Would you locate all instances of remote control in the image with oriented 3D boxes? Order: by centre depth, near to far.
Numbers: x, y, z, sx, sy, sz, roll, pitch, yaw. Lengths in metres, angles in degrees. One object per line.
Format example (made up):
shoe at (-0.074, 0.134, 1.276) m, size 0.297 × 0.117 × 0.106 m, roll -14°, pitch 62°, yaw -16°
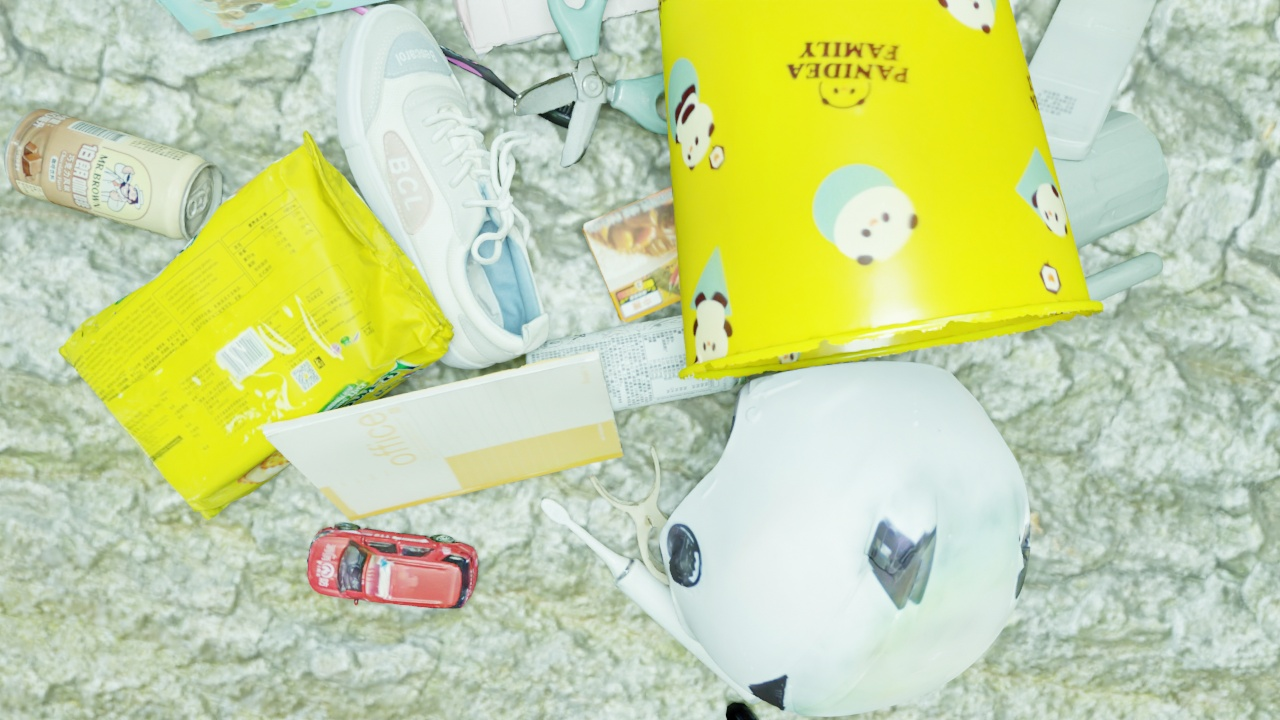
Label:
remote control at (0.291, -0.196, 0.609) m, size 0.058 × 0.021 × 0.149 m, roll 24°, pitch 69°, yaw 20°

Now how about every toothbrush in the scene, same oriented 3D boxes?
toothbrush at (-0.124, -0.207, 0.628) m, size 0.189 × 0.014 × 0.017 m, roll 27°, pitch 79°, yaw -5°
toothbrush at (0.010, 0.174, 0.675) m, size 0.221 × 0.026 × 0.026 m, roll 42°, pitch 82°, yaw -7°

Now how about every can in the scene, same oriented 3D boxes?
can at (-0.344, -0.121, 0.604) m, size 0.116 × 0.058 × 0.058 m, roll 17°, pitch 96°, yaw -5°
can at (-0.004, 0.004, 0.637) m, size 0.146 × 0.058 × 0.058 m, roll -11°, pitch 98°, yaw -2°

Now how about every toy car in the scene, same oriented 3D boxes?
toy car at (-0.178, 0.149, 0.654) m, size 0.120 × 0.045 × 0.053 m, roll 7°, pitch 95°, yaw -2°

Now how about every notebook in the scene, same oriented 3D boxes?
notebook at (-0.119, 0.054, 0.609) m, size 0.206 × 0.146 × 0.010 m, roll -13°, pitch 59°, yaw -2°

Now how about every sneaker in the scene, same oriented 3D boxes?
sneaker at (-0.119, -0.112, 0.589) m, size 0.091 × 0.089 × 0.242 m, roll -7°, pitch 104°, yaw 43°

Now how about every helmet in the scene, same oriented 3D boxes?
helmet at (0.143, 0.133, 0.576) m, size 0.228 × 0.146 × 0.259 m, roll 7°, pitch 116°, yaw -30°

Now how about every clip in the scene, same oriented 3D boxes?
clip at (0.003, 0.119, 0.666) m, size 0.066 × 0.034 × 0.099 m, roll -29°, pitch 93°, yaw 1°

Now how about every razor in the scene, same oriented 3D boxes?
razor at (0.050, 0.338, 0.690) m, size 0.067 × 0.062 × 0.167 m, roll 24°, pitch 102°, yaw -37°

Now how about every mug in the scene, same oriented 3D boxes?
mug at (0.294, -0.096, 0.628) m, size 0.103 × 0.083 × 0.124 m, roll -23°, pitch 99°, yaw -2°

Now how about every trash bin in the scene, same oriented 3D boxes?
trash bin at (0.115, -0.130, 0.524) m, size 0.229 × 0.229 × 0.255 m, roll -9°, pitch 86°, yaw -2°

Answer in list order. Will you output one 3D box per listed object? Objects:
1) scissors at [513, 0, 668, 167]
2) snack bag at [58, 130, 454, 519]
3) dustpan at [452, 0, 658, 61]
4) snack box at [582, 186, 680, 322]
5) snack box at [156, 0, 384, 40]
scissors at (-0.013, -0.216, 0.596) m, size 0.170 × 0.019 × 0.181 m, roll -20°, pitch 110°, yaw -19°
snack bag at (-0.249, -0.012, 0.590) m, size 0.247 × 0.068 × 0.158 m, roll -34°, pitch 97°, yaw 18°
dustpan at (-0.039, -0.374, 0.612) m, size 0.222 × 0.138 × 0.274 m, roll -11°, pitch 125°, yaw -2°
snack box at (0.043, -0.090, 0.643) m, size 0.154 × 0.026 × 0.075 m, roll -23°, pitch 97°, yaw -1°
snack box at (-0.219, -0.259, 0.579) m, size 0.175 × 0.074 × 0.051 m, roll -12°, pitch 78°, yaw -1°
